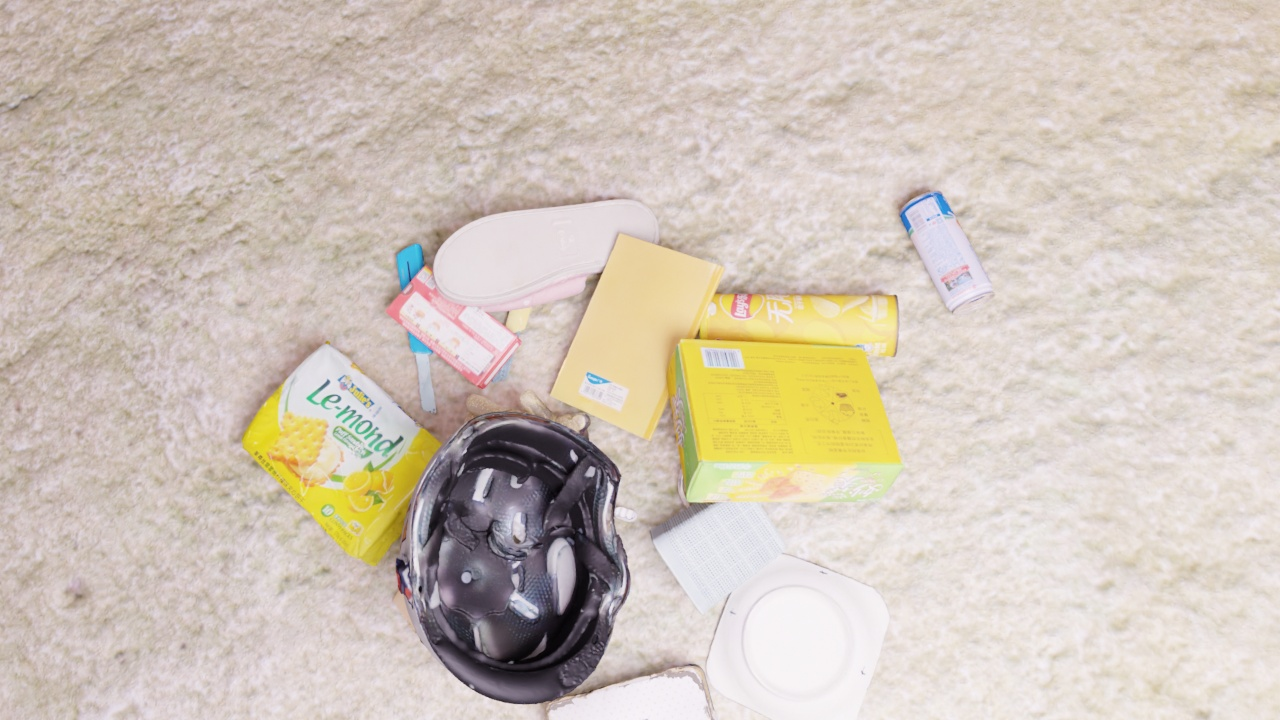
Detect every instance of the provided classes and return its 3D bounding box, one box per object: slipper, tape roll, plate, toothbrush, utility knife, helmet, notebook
[{"bbox_3d":[-0.110,-0.127,1.087,0.274,0.054,0.114,-16,79,-10],"label":"slipper"},{"bbox_3d":[0.084,0.135,1.008,0.086,0.014,0.085,-3,73,9],"label":"tape roll"},{"bbox_3d":[0.160,0.289,0.940,0.164,0.034,0.164,19,79,14],"label":"plate"},{"bbox_3d":[-0.090,0.151,1.031,0.180,0.016,0.016,14,71,14],"label":"toothbrush"},{"bbox_3d":[-0.144,-0.074,1.103,0.031,0.022,0.215,9,69,14],"label":"utility knife"},{"bbox_3d":[-0.139,0.194,0.907,0.229,0.157,0.273,11,67,-30],"label":"helmet"},{"bbox_3d":[-0.007,-0.030,1.023,0.146,0.010,0.206,22,88,31],"label":"notebook"},{"bbox_3d":[-0.269,-0.039,1.116,0.034,0.018,0.218,-13,74,5],"label":"utility knife"}]

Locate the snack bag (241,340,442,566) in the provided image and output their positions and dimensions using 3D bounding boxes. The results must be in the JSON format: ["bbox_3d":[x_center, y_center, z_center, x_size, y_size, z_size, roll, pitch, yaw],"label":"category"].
[{"bbox_3d":[-0.334,0.105,1.058,0.246,0.068,0.158,39,84,17],"label":"snack bag"}]

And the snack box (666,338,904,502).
[{"bbox_3d":[0.140,0.061,0.929,0.210,0.070,0.157,2,49,-13],"label":"snack box"}]

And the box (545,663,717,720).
[{"bbox_3d":[-0.014,0.371,0.933,0.184,0.062,0.089,-15,71,7],"label":"box"}]

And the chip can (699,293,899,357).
[{"bbox_3d":[0.173,-0.039,1.014,0.213,0.072,0.072,1,74,9],"label":"chip can"}]

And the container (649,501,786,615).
[{"bbox_3d":[0.080,0.186,0.945,0.111,0.090,0.090,-35,89,-2],"label":"container"}]

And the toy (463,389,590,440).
[{"bbox_3d":[-0.130,0.076,1.041,0.157,0.066,0.105,12,109,17],"label":"toy"}]

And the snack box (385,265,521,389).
[{"bbox_3d":[-0.221,-0.040,1.086,0.153,0.025,0.075,37,84,14],"label":"snack box"}]

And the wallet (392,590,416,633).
[{"bbox_3d":[-0.218,0.240,1.006,0.115,0.024,0.087,-50,42,-8],"label":"wallet"}]

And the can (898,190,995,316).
[{"bbox_3d":[0.340,-0.119,1.017,0.053,0.053,0.134,-22,72,2],"label":"can"}]
